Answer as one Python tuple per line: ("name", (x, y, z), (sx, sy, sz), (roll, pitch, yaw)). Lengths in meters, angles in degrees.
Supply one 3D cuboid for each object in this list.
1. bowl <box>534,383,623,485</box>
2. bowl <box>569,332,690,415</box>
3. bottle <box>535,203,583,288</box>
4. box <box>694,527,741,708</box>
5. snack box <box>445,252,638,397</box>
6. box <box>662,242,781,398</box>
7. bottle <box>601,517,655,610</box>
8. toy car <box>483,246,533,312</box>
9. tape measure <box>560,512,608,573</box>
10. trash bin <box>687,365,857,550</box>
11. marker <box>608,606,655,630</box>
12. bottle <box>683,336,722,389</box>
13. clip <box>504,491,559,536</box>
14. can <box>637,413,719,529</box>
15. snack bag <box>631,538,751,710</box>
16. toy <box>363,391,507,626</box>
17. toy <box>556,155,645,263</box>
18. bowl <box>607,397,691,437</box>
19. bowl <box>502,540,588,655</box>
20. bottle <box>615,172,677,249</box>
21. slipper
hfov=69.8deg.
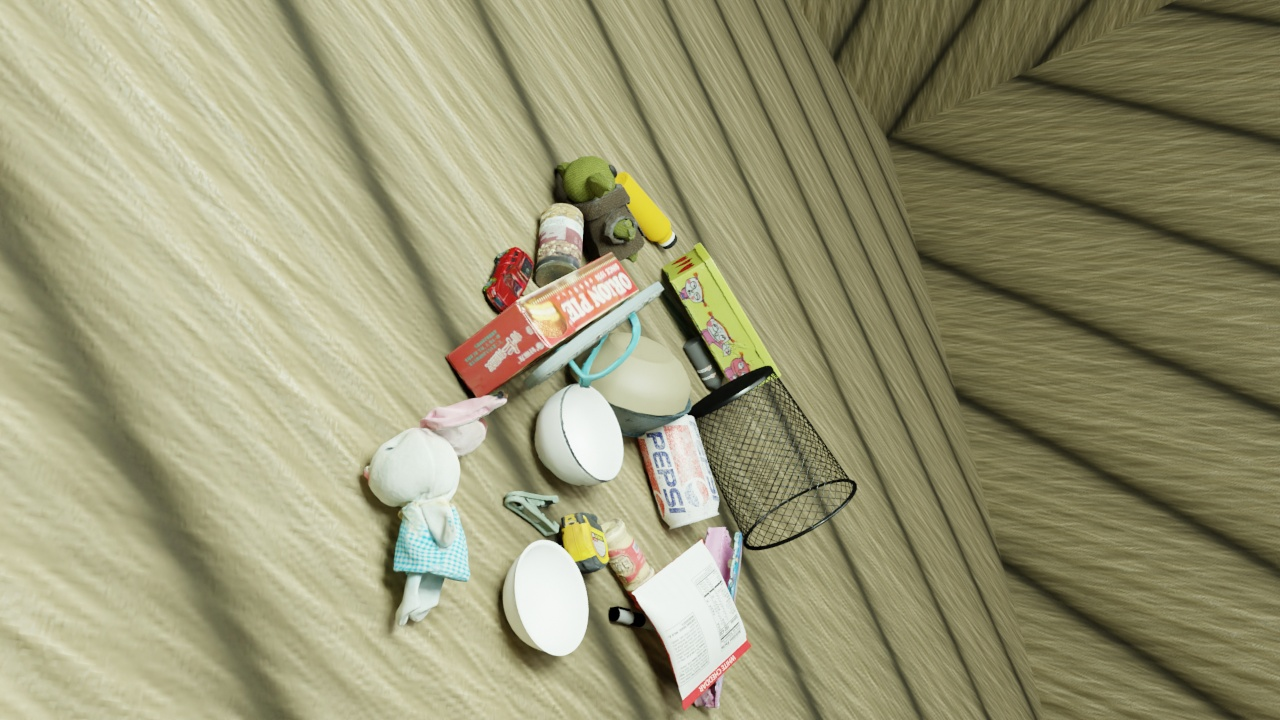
("bowl", (-0.075, 0.088, 1.018), (0.113, 0.063, 0.113), (39, 39, -41))
("bowl", (-0.007, 0.007, 1.112), (0.152, 0.050, 0.152), (17, 21, -7))
("bottle", (-0.100, -0.140, 1.144), (0.056, 0.056, 0.105), (40, 39, -42))
("box", (0.100, 0.319, 1.158), (0.229, 0.053, 0.085), (-72, 148, -51))
("snack box", (-0.100, -0.043, 1.007), (0.060, 0.113, 0.235), (55, 29, -2))
("box", (0.123, -0.064, 1.415), (0.221, 0.081, 0.124), (60, 4, -16))
("bottle", (-0.012, 0.233, 1.048), (0.109, 0.044, 0.044), (59, 29, -16))
("toy car", (-0.149, -0.092, 1.051), (0.042, 0.036, 0.091), (50, 38, -31))
("tape measure", (-0.062, 0.197, 0.987), (0.065, 0.037, 0.064), (35, 38, -72))
("trash bin", (0.178, 0.132, 1.320), (0.210, 0.184, 0.183), (59, 29, -4))
("marker", (0.010, 0.304, 1.065), (0.140, 0.016, 0.016), (32, 45, -48))
("bottle", (0.106, 0.018, 1.420), (0.113, 0.030, 0.030), (58, 29, -17))
("clip", (-0.113, 0.152, 0.951), (0.076, 0.023, 0.059), (37, 39, -47))
("can", (0.049, 0.142, 1.182), (0.078, 0.078, 0.136), (0, 70, -60))
("snack bag", (0.063, 0.297, 1.046), (0.130, 0.039, 0.144), (-27, 94, -43))
("toy", (-0.190, 0.124, 0.792), (0.105, 0.131, 0.205), (14, 67, -11))
("toy", (-0.049, -0.198, 1.214), (0.179, 0.078, 0.153), (36, -27, 59))
("bowl", (-0.010, 0.058, 1.139), (0.137, 0.057, 0.137), (17, 21, -7))
("bowl", (-0.101, 0.234, 0.893), (0.110, 0.041, 0.109), (39, 39, -42))
("bottle", (0.006, -0.225, 1.404), (0.143, 0.043, 0.043), (43, 37, -38))
("slipper", (-0.043, -0.015, 1.020), (0.055, 0.098, 0.268), (53, 33, -4))
